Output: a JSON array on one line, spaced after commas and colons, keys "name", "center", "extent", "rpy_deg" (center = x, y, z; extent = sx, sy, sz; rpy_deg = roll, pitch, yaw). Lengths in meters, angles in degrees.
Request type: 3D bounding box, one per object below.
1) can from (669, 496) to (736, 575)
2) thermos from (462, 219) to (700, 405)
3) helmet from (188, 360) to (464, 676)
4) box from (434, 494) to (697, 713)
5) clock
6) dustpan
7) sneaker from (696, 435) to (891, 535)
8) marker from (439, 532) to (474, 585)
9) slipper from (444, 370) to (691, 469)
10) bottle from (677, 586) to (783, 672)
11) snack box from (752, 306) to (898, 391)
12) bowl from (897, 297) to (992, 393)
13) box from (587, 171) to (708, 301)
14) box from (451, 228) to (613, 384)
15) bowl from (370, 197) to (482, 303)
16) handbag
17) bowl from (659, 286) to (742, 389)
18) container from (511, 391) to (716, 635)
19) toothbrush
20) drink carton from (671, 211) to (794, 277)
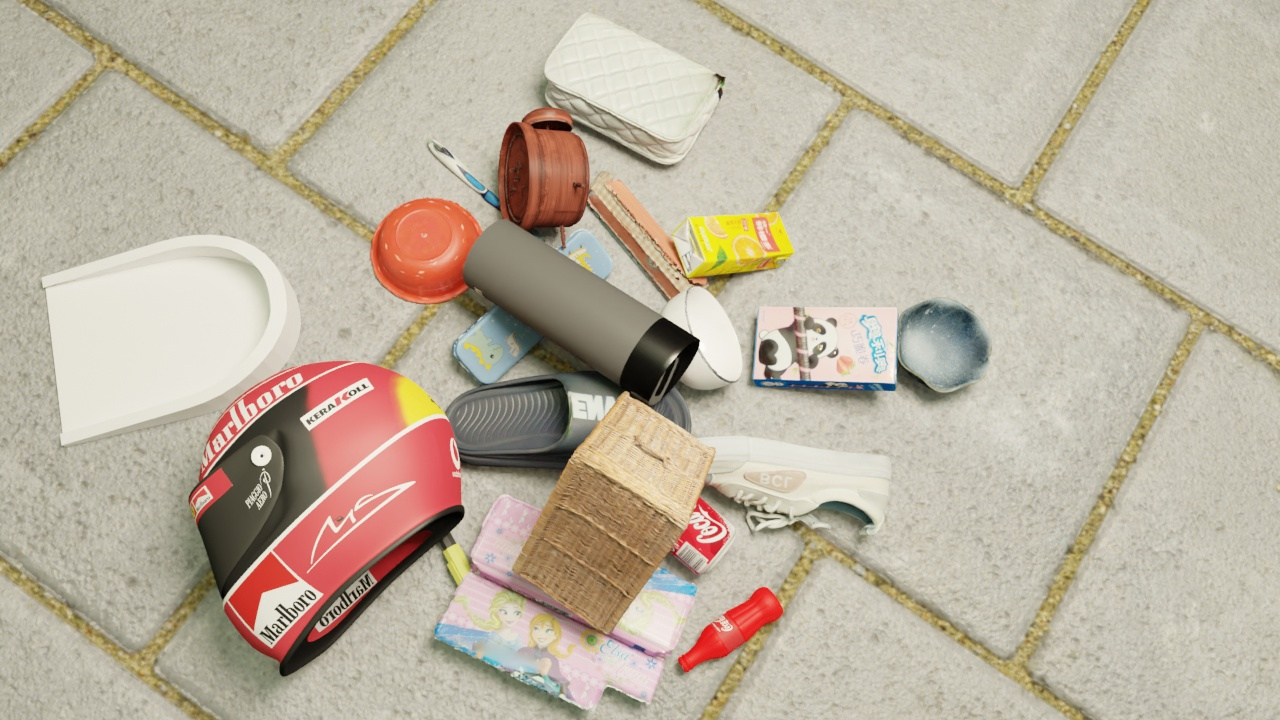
[{"name": "can", "center": [0.043, 0.169, 0.957], "extent": [0.105, 0.064, 0.064], "rpy_deg": [40, 75, 7]}, {"name": "thermos", "center": [-0.061, -0.049, 0.933], "extent": [0.240, 0.082, 0.082], "rpy_deg": [33, 74, 15]}, {"name": "helmet", "center": [-0.307, 0.122, 0.875], "extent": [0.271, 0.198, 0.224], "rpy_deg": [-43, 82, -5]}, {"name": "box", "center": [-0.074, 0.251, 0.924], "extent": [0.230, 0.035, 0.158], "rpy_deg": [24, 60, 3]}, {"name": "clock", "center": [-0.110, -0.210, 1.012], "extent": [0.072, 0.121, 0.157], "rpy_deg": [-2, 51, -24]}, {"name": "dustpan", "center": [-0.501, -0.036, 0.976], "extent": [0.257, 0.053, 0.191], "rpy_deg": [-14, 76, -8]}, {"name": "sneaker", "center": [0.143, 0.135, 0.962], "extent": [0.242, 0.090, 0.090], "rpy_deg": [7, 76, -3]}, {"name": "marker", "center": [-0.205, 0.185, 0.956], "extent": [0.018, 0.021, 0.124], "rpy_deg": [-40, 76, 31]}, {"name": "slipper", "center": [-0.083, 0.052, 0.946], "extent": [0.268, 0.083, 0.110], "rpy_deg": [-3, 64, 8]}, {"name": "bottle", "center": [0.091, 0.280, 0.944], "extent": [0.119, 0.036, 0.036], "rpy_deg": [-32, 79, -12]}, {"name": "snack box", "center": [0.204, -0.014, 1.011], "extent": [0.154, 0.033, 0.088], "rpy_deg": [2, 73, 18]}, {"name": "bowl", "center": [0.333, -0.012, 1.035], "extent": [0.110, 0.055, 0.110], "rpy_deg": [1, 74, -5]}, {"name": "box", "center": [0.004, -0.137, 1.059], "extent": [0.056, 0.064, 0.188], "rpy_deg": [-25, 72, -47]}, {"name": "box", "center": [-0.117, -0.061, 1.013], "extent": [0.068, 0.059, 0.209], "rpy_deg": [44, 76, 6]}, {"name": "bowl", "center": [-0.240, -0.131, 1.028], "extent": [0.130, 0.045, 0.130], "rpy_deg": [1, 74, -5]}, {"name": "handbag", "center": [-0.010, -0.322, 1.087], "extent": [0.195, 0.073, 0.138], "rpy_deg": [29, 65, 4]}, {"name": "bowl", "center": [0.057, -0.017, 0.996], "extent": [0.063, 0.113, 0.113], "rpy_deg": [-24, 74, 28]}, {"name": "container", "center": [-0.022, 0.142, 0.857], "extent": [0.114, 0.199, 0.112], "rpy_deg": [32, 40, 4]}, {"name": "toothbrush", "center": [-0.179, -0.196, 1.065], "extent": [0.189, 0.017, 0.016], "rpy_deg": [42, 76, 7]}, {"name": "drink carton", "center": [0.105, -0.131, 1.033], "extent": [0.134, 0.043, 0.058], "rpy_deg": [-10, 73, -33]}]
